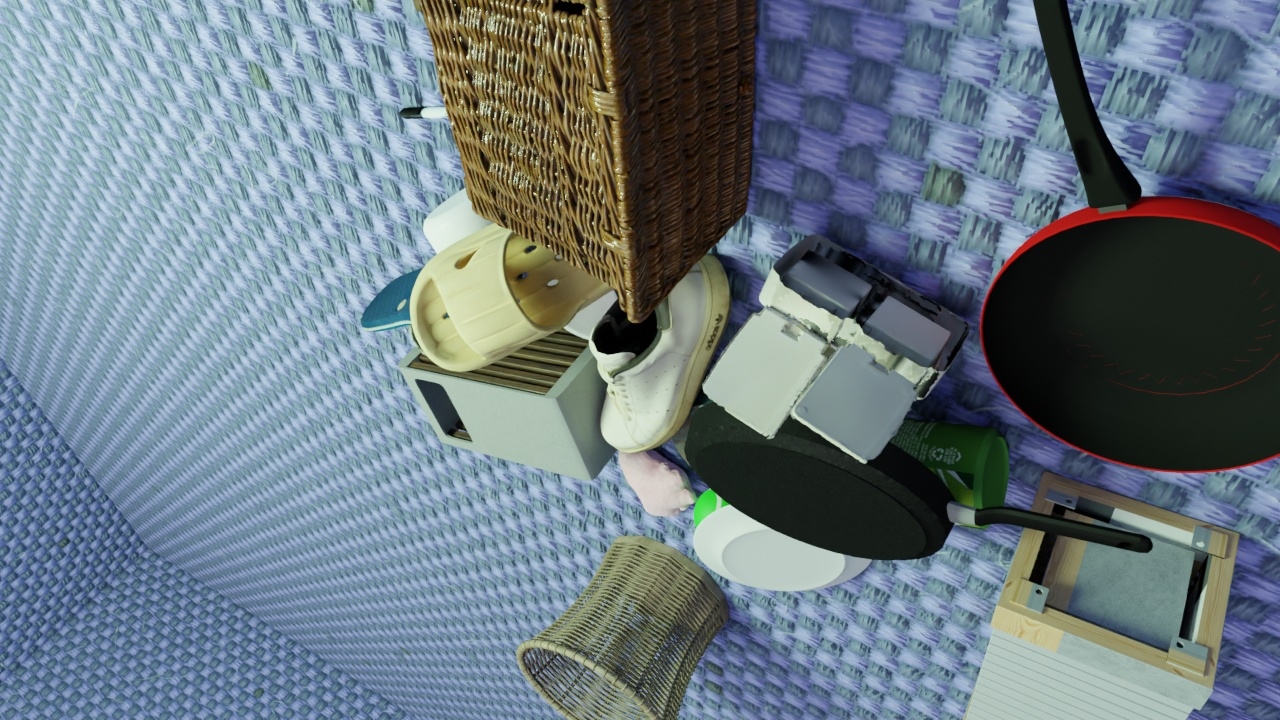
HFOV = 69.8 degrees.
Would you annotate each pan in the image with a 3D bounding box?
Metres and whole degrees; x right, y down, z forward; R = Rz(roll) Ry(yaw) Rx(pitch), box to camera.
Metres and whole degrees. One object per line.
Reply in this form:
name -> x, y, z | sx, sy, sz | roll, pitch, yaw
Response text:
pan -> 0.195, 0.112, 0.714 | 0.357, 0.034, 0.225 | 9, 151, 34
pan -> 0.298, -0.069, 0.561 | 0.209, 0.067, 0.356 | -3, 127, 43

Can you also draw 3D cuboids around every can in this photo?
can -> 0.229, 0.091, 0.781 | 0.144, 0.082, 0.083 | 5, 133, 38

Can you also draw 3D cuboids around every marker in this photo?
marker -> -0.168, -0.228, 0.842 | 0.152, 0.011, 0.011 | 9, 135, 34

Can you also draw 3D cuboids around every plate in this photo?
plate -> 0.150, 0.204, 0.966 | 0.188, 0.016, 0.189 | 5, 139, 4

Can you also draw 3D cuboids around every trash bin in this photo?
trash bin -> 0.373, 0.244, 0.772 | 0.142, 0.142, 0.247 | 19, 140, 26
trash bin -> -0.129, 0.029, 0.998 | 0.229, 0.114, 0.114 | 9, 135, 34

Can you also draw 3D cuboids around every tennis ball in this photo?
tennis ball -> 0.091, 0.169, 1.001 | 0.065, 0.065, 0.065 | 24, 142, 20

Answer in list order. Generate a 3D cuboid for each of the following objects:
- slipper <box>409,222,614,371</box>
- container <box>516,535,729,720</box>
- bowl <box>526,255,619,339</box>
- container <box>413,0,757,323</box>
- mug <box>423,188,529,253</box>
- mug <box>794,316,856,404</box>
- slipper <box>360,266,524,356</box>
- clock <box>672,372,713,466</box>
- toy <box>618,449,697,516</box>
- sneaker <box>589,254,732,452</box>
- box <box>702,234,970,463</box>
slipper -> -0.097, -0.073, 0.791 | 0.262, 0.079, 0.111 | -27, 101, 14
container -> -0.013, 0.364, 1.190 | 0.227, 0.195, 0.227 | 24, 142, 20
bowl -> -0.053, -0.074, 0.882 | 0.110, 0.040, 0.110 | 25, 144, 20
container -> -0.036, -0.190, 0.650 | 0.183, 0.161, 0.250 | 25, 143, 26
mug -> -0.143, -0.129, 0.863 | 0.116, 0.094, 0.068 | -21, 115, 26
mug -> 0.166, 0.011, 0.731 | 0.123, 0.110, 0.096 | 5, 138, 37
slipper -> -0.202, -0.059, 0.977 | 0.296, 0.118, 0.060 | -1, 143, 48
clock -> 0.096, 0.086, 0.901 | 0.121, 0.073, 0.158 | 13, 138, 31
toy -> 0.022, 0.139, 1.040 | 0.093, 0.050, 0.102 | -7, 122, 48
sneaker -> -0.005, 0.005, 0.834 | 0.089, 0.102, 0.242 | 60, 142, 33
box -> 0.143, -0.011, 0.660 | 0.145, 0.185, 0.066 | 35, 148, 16
